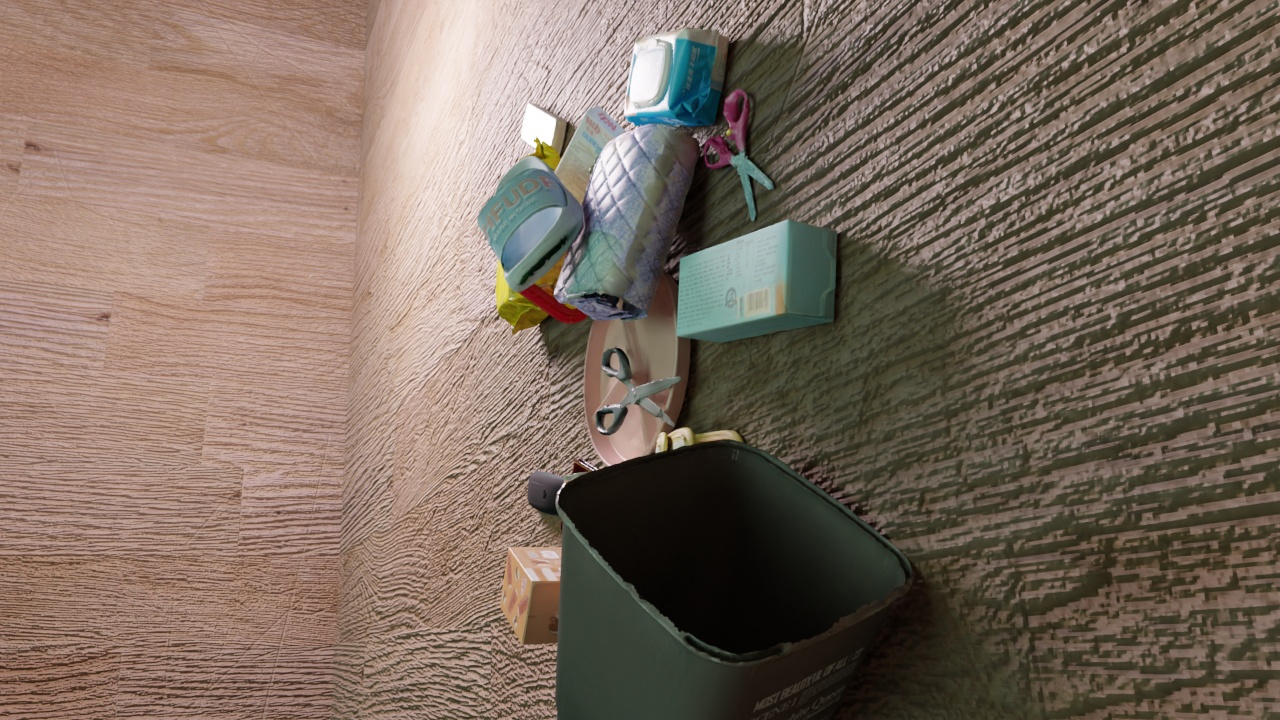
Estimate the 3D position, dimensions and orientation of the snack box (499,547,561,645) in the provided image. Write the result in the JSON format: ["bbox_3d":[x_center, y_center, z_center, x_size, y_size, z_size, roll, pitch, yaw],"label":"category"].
[{"bbox_3d":[-0.101,0.268,1.052,0.094,0.092,0.077,29,110,62],"label":"snack box"}]

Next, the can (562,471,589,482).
[{"bbox_3d":[-0.049,0.194,0.986,0.058,0.058,0.146,-29,65,59],"label":"can"}]

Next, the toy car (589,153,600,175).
[{"bbox_3d":[-0.028,-0.191,1.038,0.042,0.035,0.090,-3,105,36],"label":"toy car"}]

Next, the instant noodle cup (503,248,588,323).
[{"bbox_3d":[-0.099,-0.112,1.102,0.116,0.116,0.124,-57,12,-7],"label":"instant noodle cup"}]

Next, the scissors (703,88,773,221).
[{"bbox_3d":[0.088,-0.182,0.855,0.106,0.017,0.136,-39,54,54],"label":"scissors"}]

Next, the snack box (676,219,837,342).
[{"bbox_3d":[0.093,-0.062,0.774,0.175,0.051,0.074,-10,75,62],"label":"snack box"}]

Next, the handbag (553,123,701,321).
[{"bbox_3d":[-0.012,-0.138,0.939,0.134,0.075,0.193,-1,69,61],"label":"handbag"}]

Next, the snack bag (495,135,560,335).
[{"bbox_3d":[-0.154,-0.166,1.258,0.158,0.068,0.246,158,115,-73],"label":"snack bag"}]

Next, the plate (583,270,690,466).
[{"bbox_3d":[-0.006,0.006,0.990,0.230,0.028,0.229,6,90,65],"label":"plate"}]

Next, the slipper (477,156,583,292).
[{"bbox_3d":[-0.126,-0.165,0.988,0.104,0.074,0.245,-42,33,14],"label":"slipper"}]

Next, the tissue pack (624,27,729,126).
[{"bbox_3d":[0.032,-0.285,0.933,0.140,0.063,0.090,26,108,62],"label":"tissue pack"}]

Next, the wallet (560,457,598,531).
[{"bbox_3d":[-0.062,0.173,1.080,0.122,0.020,0.096,16,94,65],"label":"wallet"}]

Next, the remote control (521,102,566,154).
[{"bbox_3d":[-0.143,-0.338,1.349,0.150,0.021,0.058,48,127,57],"label":"remote control"}]

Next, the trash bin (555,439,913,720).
[{"bbox_3d":[0.045,0.205,0.651,0.199,0.198,0.220,36,125,43],"label":"trash bin"}]

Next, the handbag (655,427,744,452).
[{"bbox_3d":[0.029,0.148,0.858,0.179,0.063,0.163,162,113,-66],"label":"handbag"}]

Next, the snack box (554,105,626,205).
[{"bbox_3d":[-0.058,-0.216,1.091,0.084,0.026,0.157,44,137,6],"label":"snack box"}]

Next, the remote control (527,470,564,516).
[{"bbox_3d":[-0.127,0.173,1.204,0.137,0.024,0.053,-2,81,64],"label":"remote control"}]

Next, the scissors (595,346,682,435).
[{"bbox_3d":[-0.007,0.036,0.942,0.174,0.014,0.159,-58,38,39],"label":"scissors"}]
